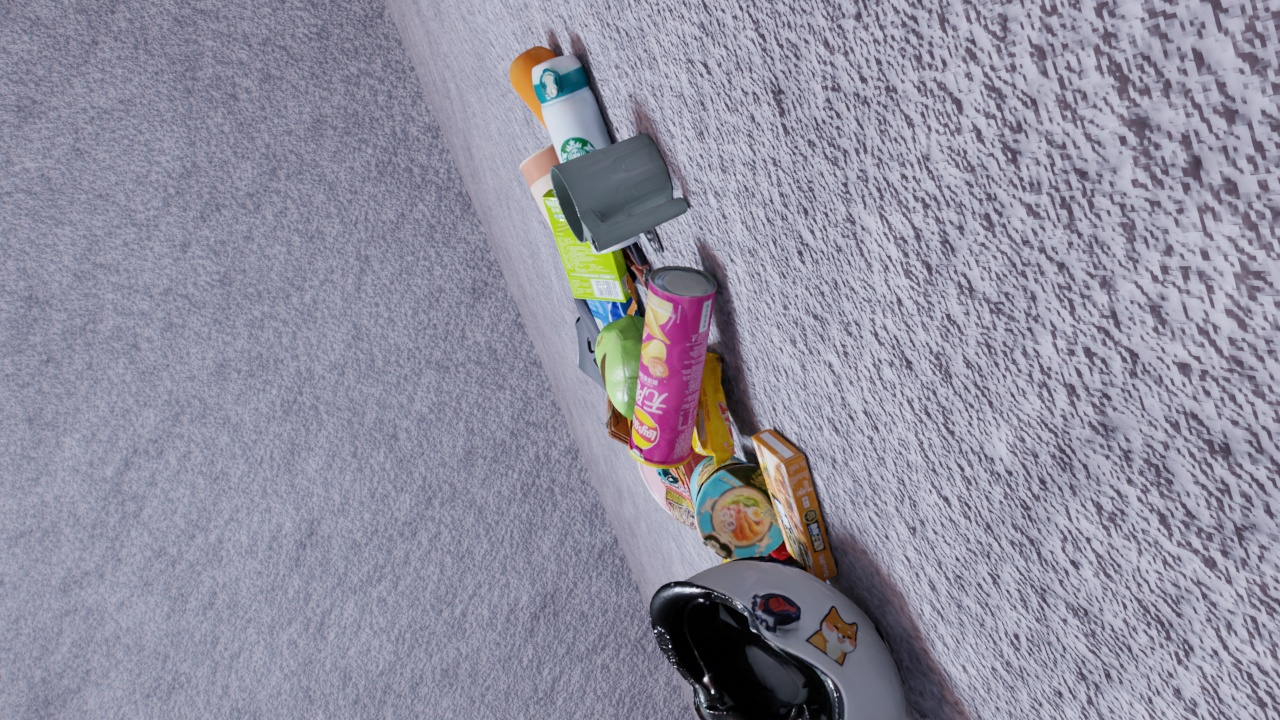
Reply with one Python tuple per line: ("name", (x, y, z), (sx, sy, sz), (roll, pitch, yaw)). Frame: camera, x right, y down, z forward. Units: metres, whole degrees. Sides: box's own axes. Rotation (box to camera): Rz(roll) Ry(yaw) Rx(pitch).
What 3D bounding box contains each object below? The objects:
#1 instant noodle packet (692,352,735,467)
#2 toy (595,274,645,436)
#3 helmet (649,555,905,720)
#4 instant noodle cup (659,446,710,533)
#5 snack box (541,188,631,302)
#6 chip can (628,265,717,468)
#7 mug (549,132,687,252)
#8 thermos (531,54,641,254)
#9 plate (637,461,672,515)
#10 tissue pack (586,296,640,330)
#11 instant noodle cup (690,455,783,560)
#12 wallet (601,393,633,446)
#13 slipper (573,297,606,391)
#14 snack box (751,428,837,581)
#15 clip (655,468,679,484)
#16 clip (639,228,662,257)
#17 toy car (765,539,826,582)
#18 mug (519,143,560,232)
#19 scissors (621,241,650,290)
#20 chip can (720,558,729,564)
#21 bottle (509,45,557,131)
("instant noodle packet", (0.076, 0.053, 1.043), (0.111, 0.044, 0.128), (168, 92, -85))
("toy", (-0.007, 0.007, 1.153), (0.247, 0.090, 0.227), (-140, 51, -73))
("helmet", (0.153, 0.301, 0.916), (0.274, 0.156, 0.231), (45, 144, 25))
("instant noodle cup", (0.062, 0.137, 1.247), (0.189, 0.079, 0.164), (67, 168, -8))
("snack box", (-0.067, -0.148, 1.191), (0.086, 0.026, 0.156), (6, 131, 30))
("chip can", (0.032, 0.009, 0.963), (0.071, 0.071, 0.211), (-127, 37, -51))
("mug", (-0.021, -0.165, 0.929), (0.124, 0.103, 0.084), (55, 165, 40))
("thermos", (-0.064, -0.239, 1.066), (0.224, 0.073, 0.073), (70, 169, -18))
("plate", (0.048, 0.182, 1.403), (0.192, 0.039, 0.193), (44, 152, 30))
("tissue pack", (-0.034, -0.068, 1.342), (0.095, 0.052, 0.157), (66, 170, -15))
("instant noodle cup", (0.104, 0.159, 1.054), (0.120, 0.111, 0.111), (-136, 23, -78))
("wallet", (-0.017, 0.060, 1.335), (0.119, 0.035, 0.130), (36, -133, -48))
("slipper", (-0.059, 0.008, 1.471), (0.268, 0.083, 0.110), (63, -168, -5))
("snack box", (0.160, 0.150, 0.948), (0.075, 0.026, 0.154), (44, 156, 64))
("clip", (0.032, 0.142, 1.174), (0.033, 0.013, 0.054), (65, 163, -4))
("clip", (0.009, -0.146, 1.059), (0.058, 0.042, 0.026), (64, 168, -5))
("toy car", (0.165, 0.224, 1.024), (0.106, 0.049, 0.031), (52, 165, 55))
("mug", (-0.095, -0.236, 1.230), (0.115, 0.081, 0.106), (-25, 91, 50))
("scissors", (0.007, -0.102, 1.170), (0.202, 0.015, 0.206), (67, 168, -7))
("chip can", (0.175, 0.306, 1.104), (0.213, 0.072, 0.072), (-127, 16, -53))
("bottle", (-0.102, -0.311, 1.132), (0.149, 0.066, 0.067), (58, 170, -1))
